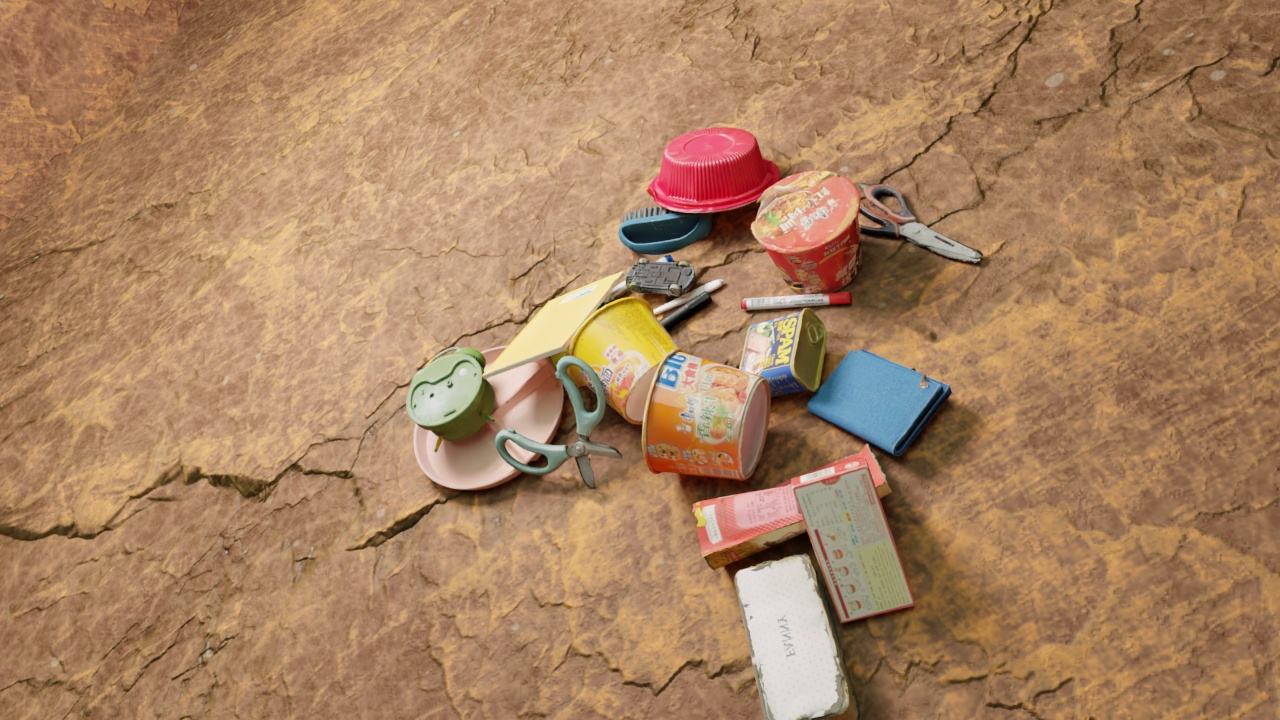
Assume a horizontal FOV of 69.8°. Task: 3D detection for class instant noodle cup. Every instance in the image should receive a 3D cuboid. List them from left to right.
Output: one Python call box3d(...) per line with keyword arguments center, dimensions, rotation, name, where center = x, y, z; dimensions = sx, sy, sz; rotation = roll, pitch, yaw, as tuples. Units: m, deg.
box3d(center=(-0.007, 0.007, 1.158), dimensions=(0.138, 0.138, 0.110), rotation=(-39, 57, -6), name="instant noodle cup")
box3d(center=(0.081, 0.069, 1.059), dimensions=(0.111, 0.151, 0.151), rotation=(10, 60, 22), name="instant noodle cup")
box3d(center=(0.102, -0.282, 1.322), dimensions=(0.194, 0.066, 0.193), rotation=(-8, 35, 6), name="instant noodle cup")
box3d(center=(0.224, -0.157, 1.178), dimensions=(0.138, 0.108, 0.137), rotation=(-14, 50, 17), name="instant noodle cup")

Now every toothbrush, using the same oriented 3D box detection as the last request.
box3d(center=(0.031, -0.075, 1.272), dimensions=(0.180, 0.016, 0.016), rotation=(-23, 45, 8), name="toothbrush")

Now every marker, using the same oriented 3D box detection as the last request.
box3d(center=(-0.017, -0.110, 1.322), dimensions=(0.146, 0.017, 0.017), rotation=(-31, 48, 1), name="marker")
box3d(center=(0.039, -0.052, 1.247), dimensions=(0.132, 0.022, 0.020), rotation=(-34, 91, -1), name="marker")
box3d(center=(0.200, -0.077, 1.191), dimensions=(0.145, 0.017, 0.017), rotation=(-3, 55, 25), name="marker")

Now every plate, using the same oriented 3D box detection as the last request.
box3d(center=(-0.207, 0.079, 1.264), dimensions=(0.230, 0.028, 0.229), rotation=(-13, 52, 16), name="plate")

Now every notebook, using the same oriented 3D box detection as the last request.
box3d(center=(-0.116, -0.051, 1.253), dimensions=(0.146, 0.010, 0.205), rotation=(-19, 23, 33), name="notebook")

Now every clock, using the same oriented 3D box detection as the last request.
box3d(center=(-0.260, 0.041, 1.261), dimensions=(0.116, 0.056, 0.161), rotation=(-27, 49, 4), name="clock")

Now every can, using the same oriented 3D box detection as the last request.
box3d(center=(0.171, -0.005, 1.111), dimensions=(0.083, 0.057, 0.101), rotation=(-15, 46, 40), name="can")

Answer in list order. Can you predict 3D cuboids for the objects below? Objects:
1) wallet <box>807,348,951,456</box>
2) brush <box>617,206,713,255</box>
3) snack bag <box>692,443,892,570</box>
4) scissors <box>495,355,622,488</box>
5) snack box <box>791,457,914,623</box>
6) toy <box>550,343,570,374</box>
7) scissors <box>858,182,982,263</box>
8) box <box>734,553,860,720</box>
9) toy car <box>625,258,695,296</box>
box3d(center=(0.271, 0.044, 1.048), dimensions=(0.106, 0.040, 0.133), rotation=(-48, 42, -12), name="wallet")
box3d(center=(0.034, -0.187, 1.329), dimensions=(0.144, 0.055, 0.073), rotation=(-4, 53, 23), name="brush")
box3d(center=(0.162, 0.154, 0.990), dimensions=(0.208, 0.073, 0.128), rotation=(-22, 9, 11), name="snack bag")
box3d(center=(-0.108, 0.078, 1.144), dimensions=(0.170, 0.175, 0.019), rotation=(-4, 13, 18), name="scissors")
box3d(center=(0.211, 0.180, 0.910), dimensions=(0.077, 0.156, 0.027), rotation=(-18, 11, 12), name="snack box")
box3d(center=(-0.092, -0.014, 1.269), dimensions=(0.097, 0.031, 0.099), rotation=(15, 44, 9), name="toy")
box3d(center=(0.357, -0.182, 1.194), dimensions=(0.210, 0.015, 0.181), rotation=(-2, 54, 25), name="scissors")
box3d(center=(0.152, 0.278, 0.916), dimensions=(0.090, 0.063, 0.184), rotation=(-18, 48, 12), name="box")
box3d(center=(0.029, -0.114, 1.281), dimensions=(0.106, 0.031, 0.048), rotation=(6, 63, 29), name="toy car")
